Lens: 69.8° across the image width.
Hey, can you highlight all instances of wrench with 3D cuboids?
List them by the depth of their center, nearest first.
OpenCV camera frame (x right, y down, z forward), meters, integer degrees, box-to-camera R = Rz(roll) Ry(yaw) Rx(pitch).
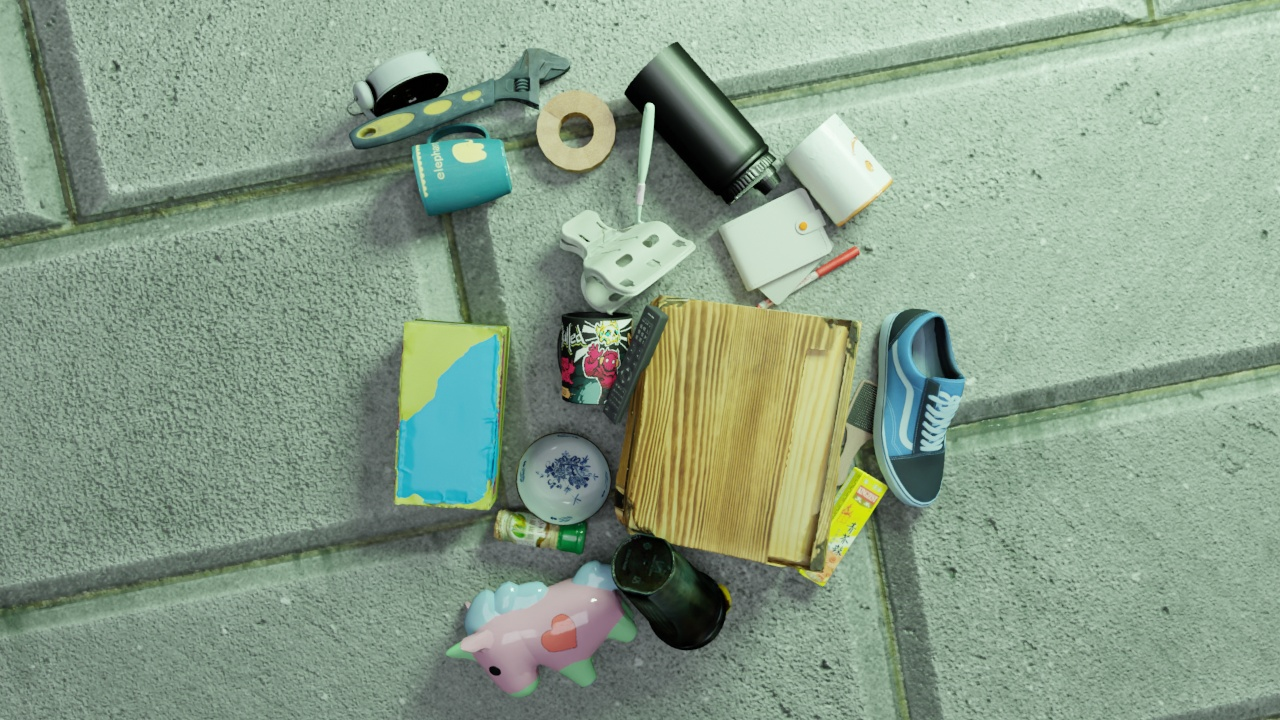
[{"bbox_3d":[-0.208,-0.303,1.075,0.273,0.022,0.073,-22,81,-9],"label":"wrench"}]

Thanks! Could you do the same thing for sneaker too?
[{"bbox_3d":[0.334,0.059,1.083,0.083,0.098,0.241,-5,93,-19],"label":"sneaker"}]

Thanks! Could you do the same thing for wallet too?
[{"bbox_3d":[0.171,-0.134,1.108,0.118,0.037,0.115,-25,93,4],"label":"wallet"}]

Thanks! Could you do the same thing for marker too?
[{"bbox_3d":[0.204,-0.099,1.123,0.142,0.013,0.013,-30,93,1],"label":"marker"}]

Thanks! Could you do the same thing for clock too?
[{"bbox_3d":[-0.283,-0.314,1.061,0.122,0.094,0.035,-27,90,-5],"label":"clock"}]

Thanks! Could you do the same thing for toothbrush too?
[{"bbox_3d":[0.004,-0.224,1.075,0.015,0.022,0.155,-14,126,-29],"label":"toothbrush"}]

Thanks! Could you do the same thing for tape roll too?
[{"bbox_3d":[-0.077,-0.273,1.100,0.094,0.027,0.094,0,93,-1],"label":"tape roll"}]

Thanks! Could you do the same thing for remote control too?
[{"bbox_3d":[-0.006,0.006,1.005,0.015,0.032,0.137,8,114,-38],"label":"remote control"}]

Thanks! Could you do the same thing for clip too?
[{"bbox_3d":[-0.027,-0.112,1.078,0.152,0.126,0.101,21,134,34],"label":"clip"}]

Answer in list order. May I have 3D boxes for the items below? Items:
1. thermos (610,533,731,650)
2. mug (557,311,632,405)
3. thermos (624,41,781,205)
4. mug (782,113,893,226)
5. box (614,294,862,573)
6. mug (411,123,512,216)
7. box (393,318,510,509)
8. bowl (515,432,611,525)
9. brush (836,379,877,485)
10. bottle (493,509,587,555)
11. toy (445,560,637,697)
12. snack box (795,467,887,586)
[{"bbox_3d":[0.036,0.266,1.050,0.098,0.221,0.098,-9,57,15],"label":"thermos"},{"bbox_3d":[-0.061,-0.006,1.079,0.081,0.118,0.098,-6,101,-37],"label":"mug"},{"bbox_3d":[0.079,-0.266,1.073,0.086,0.086,0.198,-42,93,1],"label":"thermos"},{"bbox_3d":[0.232,-0.224,1.081,0.082,0.082,0.105,-41,92,1],"label":"mug"},{"bbox_3d":[0.102,0.073,1.048,0.251,0.192,0.279,9,95,0],"label":"box"},{"bbox_3d":[-0.209,-0.232,1.081,0.104,0.084,0.112,-11,65,-5],"label":"mug"},{"bbox_3d":[-0.225,0.064,1.096,0.124,0.079,0.221,2,95,-2],"label":"box"},{"bbox_3d":[-0.093,0.140,1.115,0.114,0.045,0.114,0,93,-2],"label":"bowl"},{"bbox_3d":[0.269,0.093,1.133,0.050,0.015,0.135,24,93,-3],"label":"brush"},{"bbox_3d":[-0.122,0.208,1.122,0.111,0.043,0.043,10,93,-1],"label":"bottle"},{"bbox_3d":[-0.109,0.310,1.099,0.171,0.120,0.222,42,93,-13],"label":"toy"},{"bbox_3d":[0.245,0.204,1.129,0.040,0.029,0.148,31,93,-15],"label":"snack box"}]
